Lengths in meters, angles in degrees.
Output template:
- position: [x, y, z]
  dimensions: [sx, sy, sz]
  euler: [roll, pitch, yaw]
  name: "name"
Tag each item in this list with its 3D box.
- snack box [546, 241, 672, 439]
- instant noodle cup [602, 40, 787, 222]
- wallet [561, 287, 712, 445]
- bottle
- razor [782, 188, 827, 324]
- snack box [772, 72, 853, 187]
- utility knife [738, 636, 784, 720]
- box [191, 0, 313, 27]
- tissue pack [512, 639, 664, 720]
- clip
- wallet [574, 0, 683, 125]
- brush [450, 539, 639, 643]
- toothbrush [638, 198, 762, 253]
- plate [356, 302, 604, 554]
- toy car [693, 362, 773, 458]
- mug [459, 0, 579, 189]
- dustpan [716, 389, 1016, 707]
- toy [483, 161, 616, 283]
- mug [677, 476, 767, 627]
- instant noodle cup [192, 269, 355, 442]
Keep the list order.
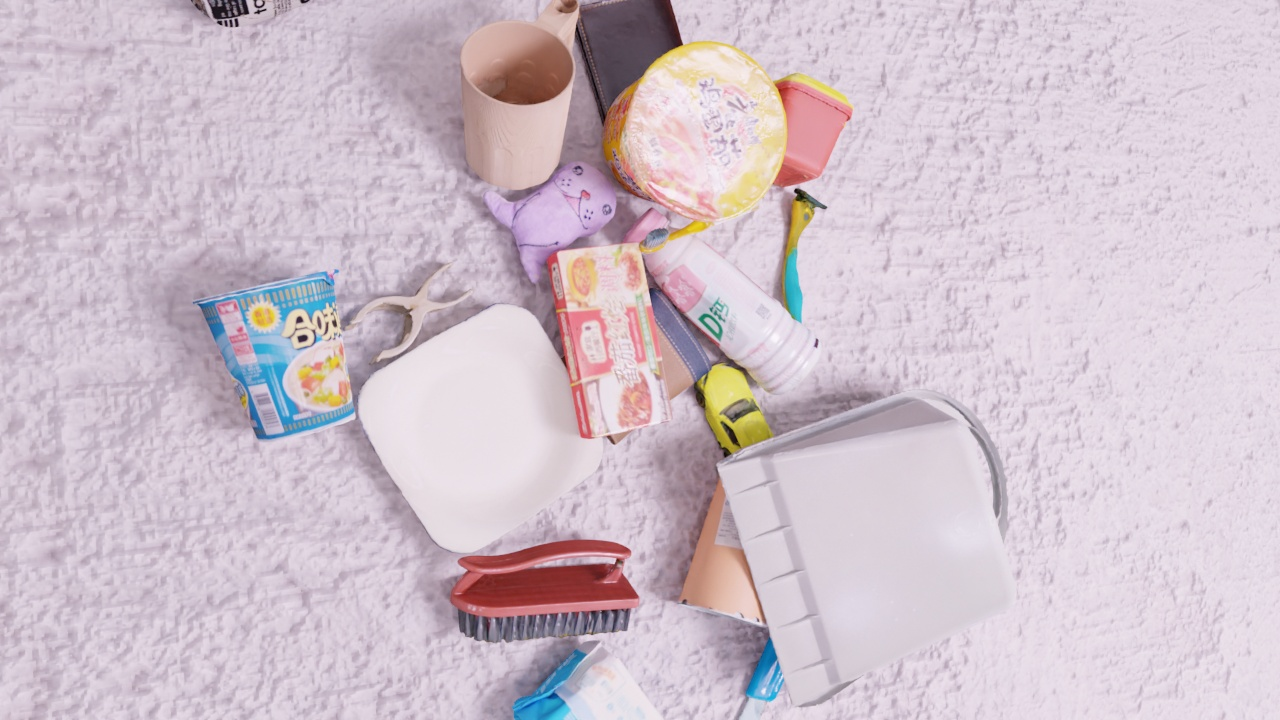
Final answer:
- position: [-0.025, -0.017, 0.750]
  dimensions: [0.075, 0.025, 0.153]
  euler: [-10, 89, -25]
  name: "snack box"
- position: [0.035, -0.186, 0.763]
  dimensions: [0.138, 0.110, 0.138]
  euler: [-4, 102, -21]
  name: "instant noodle cup"
- position: [-0.005, 0.005, 0.788]
  dimensions: [0.115, 0.033, 0.090]
  euler: [-39, 98, -19]
  name: "wallet"
- position: [0.070, -0.055, 0.804]
  dimensions: [0.197, 0.068, 0.068]
  euler: [42, 73, -11]
  name: "bottle"
- position: [0.148, -0.092, 0.857]
  dimensions: [0.043, 0.028, 0.132]
  euler: [19, 75, -52]
  name: "razor"
- position: [0.136, -0.204, 0.829]
  dimensions: [0.082, 0.091, 0.080]
  euler: [19, 86, -19]
  name: "snack box"
- position: [0.126, 0.262, 0.830]
  dimensions: [0.034, 0.018, 0.191]
  euler: [30, 76, -5]
  name: "utility knife"
- position: [-0.267, -0.312, 0.691]
  dimensions: [0.162, 0.076, 0.088]
  euler: [-38, 75, -19]
  name: "box"
- position: [-0.031, 0.302, 0.739]
  dimensions: [0.089, 0.063, 0.140]
  euler: [-39, 102, -21]
  name: "tissue pack"
- position: [-0.176, -0.026, 0.722]
  dimensions: [0.104, 0.035, 0.083]
  euler: [-20, 91, -30]
  name: "clip"
- position: [-0.002, -0.261, 0.814]
  dimensions: [0.096, 0.020, 0.122]
  euler: [-18, 94, -17]
  name: "wallet"
- position: [-0.077, 0.179, 0.727]
  dimensions: [0.145, 0.063, 0.069]
  euler: [1, 105, -21]
  name: "brush"
- position: [0.058, -0.122, 0.788]
  dimensions: [0.016, 0.018, 0.190]
  euler: [45, 41, 14]
  name: "toothbrush"
- position: [-0.126, 0.053, 0.733]
  dimensions: [0.164, 0.034, 0.163]
  euler: [-32, 98, -21]
  name: "plate"
- position: [0.088, 0.051, 0.822]
  dimensions: [0.048, 0.032, 0.105]
  euler: [-29, 95, -21]
  name: "toy car"
- position: [-0.089, -0.211, 0.722]
  dimensions: [0.084, 0.104, 0.124]
  euler: [27, 62, 3]
  name: "mug"
- position: [0.218, 0.142, 0.810]
  dimensions: [0.258, 0.142, 0.222]
  euler: [-17, 94, 3]
  name: "dustpan"
- position: [-0.069, -0.126, 0.766]
  dimensions: [0.107, 0.039, 0.084]
  euler: [-35, 100, -19]
  name: "toy"
- position: [0.084, 0.160, 0.792]
  dimensions: [0.078, 0.078, 0.122]
  euler: [20, 74, -20]
  name: "mug"
- position: [-0.254, -0.002, 0.658]
  dimensions: [0.099, 0.099, 0.110]
  euler: [-16, 99, -22]
  name: "instant noodle cup"
